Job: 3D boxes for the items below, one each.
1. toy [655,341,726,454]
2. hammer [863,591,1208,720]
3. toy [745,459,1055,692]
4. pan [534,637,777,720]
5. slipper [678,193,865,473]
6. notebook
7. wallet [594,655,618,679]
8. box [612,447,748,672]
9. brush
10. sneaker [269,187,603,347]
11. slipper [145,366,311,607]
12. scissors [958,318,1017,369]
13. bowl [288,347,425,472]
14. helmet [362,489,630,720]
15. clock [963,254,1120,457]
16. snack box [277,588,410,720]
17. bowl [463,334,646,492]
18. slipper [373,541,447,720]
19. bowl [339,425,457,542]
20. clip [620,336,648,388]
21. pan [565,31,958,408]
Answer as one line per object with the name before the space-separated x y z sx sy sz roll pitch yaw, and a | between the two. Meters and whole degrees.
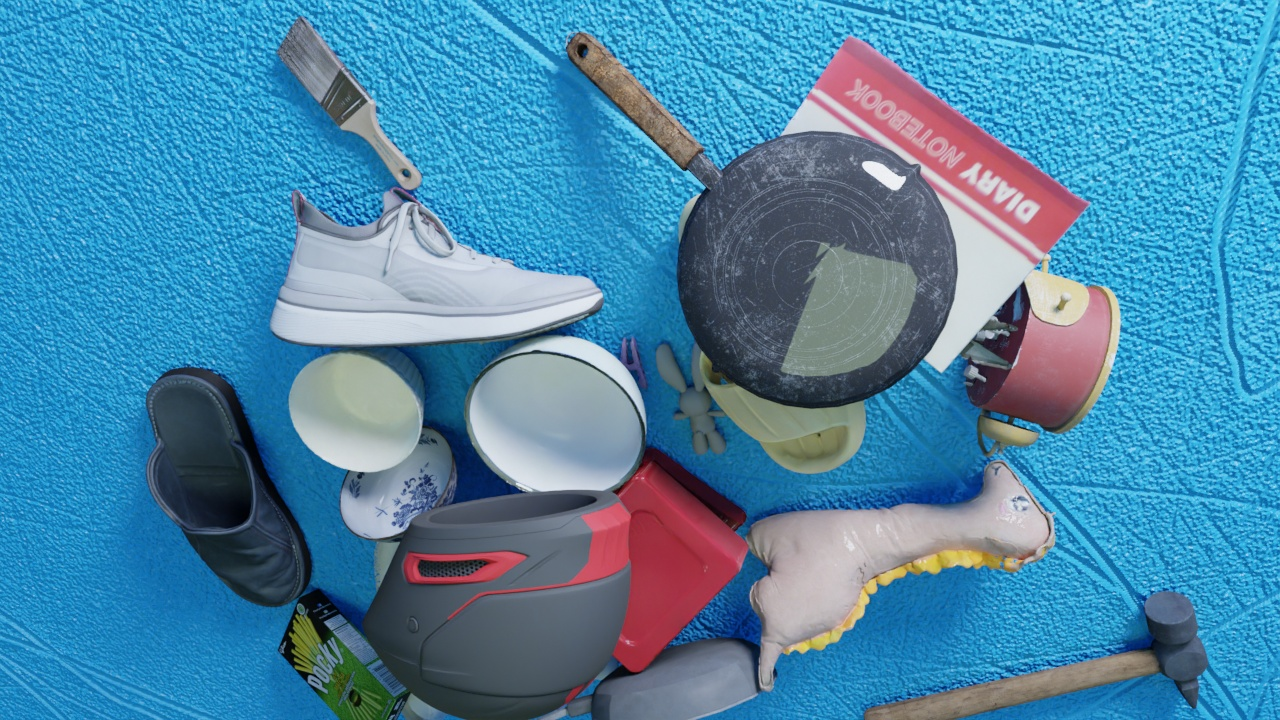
toy | 0.048 0.035 0.798 0.049 0.030 0.112 -6 120 24
hammer | 0.378 0.321 0.897 0.322 0.040 0.129 -19 116 15
toy | 0.223 0.186 0.797 0.265 0.195 0.065 -5 156 17
pan | -0.050 0.321 0.860 0.357 0.178 0.041 -16 81 2
slipper | 0.095 -0.008 0.728 0.112 0.079 0.261 -11 112 40
notebook | 0.185 -0.115 0.667 0.209 0.012 0.153 43 117 19
wallet | -0.064 0.274 0.917 0.115 0.037 0.119 24 118 -6
box | 0.004 0.179 0.827 0.134 0.112 0.158 37 113 -6
brush | -0.226 -0.197 0.725 0.039 0.012 0.151 -34 109 19
sneaker | -0.161 -0.075 0.742 0.263 0.097 0.128 0 92 -5
slipper | -0.401 0.141 0.863 0.109 0.083 0.266 -7 116 6
scissors | 0.187 -0.020 0.712 0.210 0.015 0.142 35 126 28
bowl | -0.240 0.034 0.807 0.115 0.062 0.115 2 115 4
helmet | -0.113 0.201 0.738 0.265 0.163 0.170 -7 91 35
clock | 0.292 0.002 0.713 0.081 0.116 0.159 16 122 2
snack box | -0.300 0.311 0.927 0.147 0.025 0.080 38 116 19
bowl | -0.066 0.040 0.781 0.153 0.072 0.154 5 123 8
slipper | -0.205 0.251 0.900 0.112 0.074 0.247 10 114 27
bowl | -0.210 0.118 0.830 0.114 0.114 0.045 -15 141 12
clip | -0.013 0.006 0.799 0.042 0.014 0.052 -24 113 18
pan | 0.067 -0.116 0.664 0.357 0.040 0.208 45 108 4
